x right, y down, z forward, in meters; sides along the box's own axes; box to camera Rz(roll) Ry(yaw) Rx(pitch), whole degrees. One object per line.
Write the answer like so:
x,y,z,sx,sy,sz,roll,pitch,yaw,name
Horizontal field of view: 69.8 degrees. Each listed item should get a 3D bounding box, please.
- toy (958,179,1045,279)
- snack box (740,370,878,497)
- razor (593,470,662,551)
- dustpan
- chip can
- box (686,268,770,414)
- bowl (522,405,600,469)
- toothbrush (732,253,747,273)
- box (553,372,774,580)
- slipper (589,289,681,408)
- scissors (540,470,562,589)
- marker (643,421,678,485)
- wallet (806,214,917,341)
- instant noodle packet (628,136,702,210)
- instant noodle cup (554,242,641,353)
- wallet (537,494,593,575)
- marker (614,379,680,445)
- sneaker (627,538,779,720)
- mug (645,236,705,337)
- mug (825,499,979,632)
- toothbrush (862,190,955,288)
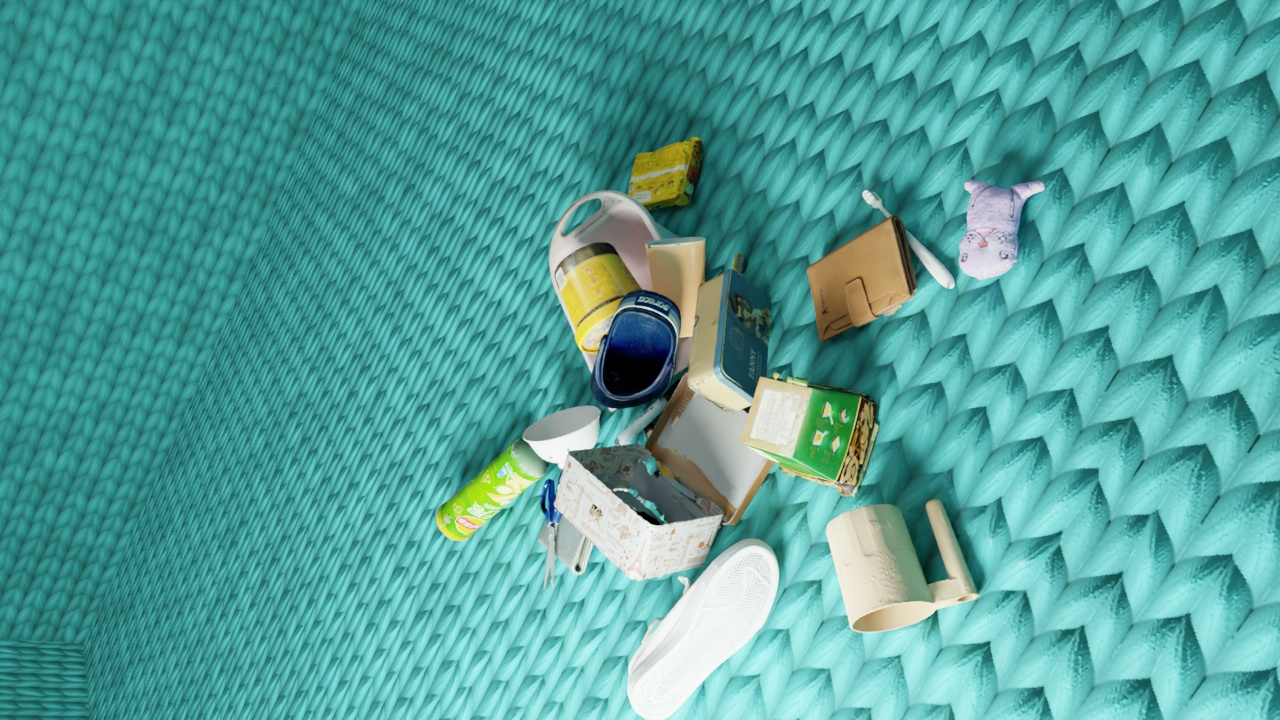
0.363,-0.134,0.939,0.084,0.039,0.108,8,80,44,toy
0.178,0.075,1.012,0.118,0.105,0.117,13,85,51,snack box
-0.012,0.204,1.244,0.143,0.022,0.042,-52,-1,16,razor
-0.034,-0.094,1.299,0.223,0.138,0.273,-35,50,34,dustpan
-0.236,0.206,1.457,0.222,0.072,0.072,-41,48,30,chip can
0.109,-0.019,1.117,0.059,0.089,0.183,-28,42,38,box
-0.106,0.119,1.339,0.118,0.118,0.065,3,115,49,bowl
0.117,-0.051,1.206,0.018,0.016,0.191,2,76,40,toothbrush
0.023,0.133,1.110,0.180,0.156,0.227,39,103,42,box
-0.007,0.007,1.179,0.253,0.105,0.095,113,179,-58,slipper
-0.130,0.241,1.315,0.141,0.012,0.171,17,88,62,scissors
0.025,0.121,1.241,0.018,0.015,0.123,-48,42,22,marker
0.251,-0.091,1.049,0.132,0.031,0.107,-31,55,47,wallet
0.032,-0.271,1.370,0.129,0.044,0.110,-3,66,44,instant noodle packet
-0.052,-0.087,1.241,0.119,0.118,0.114,-40,68,31,instant noodle cup
-0.096,0.234,1.311,0.130,0.037,0.106,18,88,62,wallet
0.013,0.073,1.258,0.131,0.018,0.022,-43,19,18,marker
0.071,0.302,1.069,0.242,0.089,0.090,-52,11,5,sneaker
0.049,-0.095,1.190,0.078,0.078,0.123,11,110,50,mug
0.254,0.199,0.906,0.125,0.084,0.103,-20,55,14,mug
0.299,-0.139,1.031,0.016,0.016,0.180,-54,42,28,toothbrush
